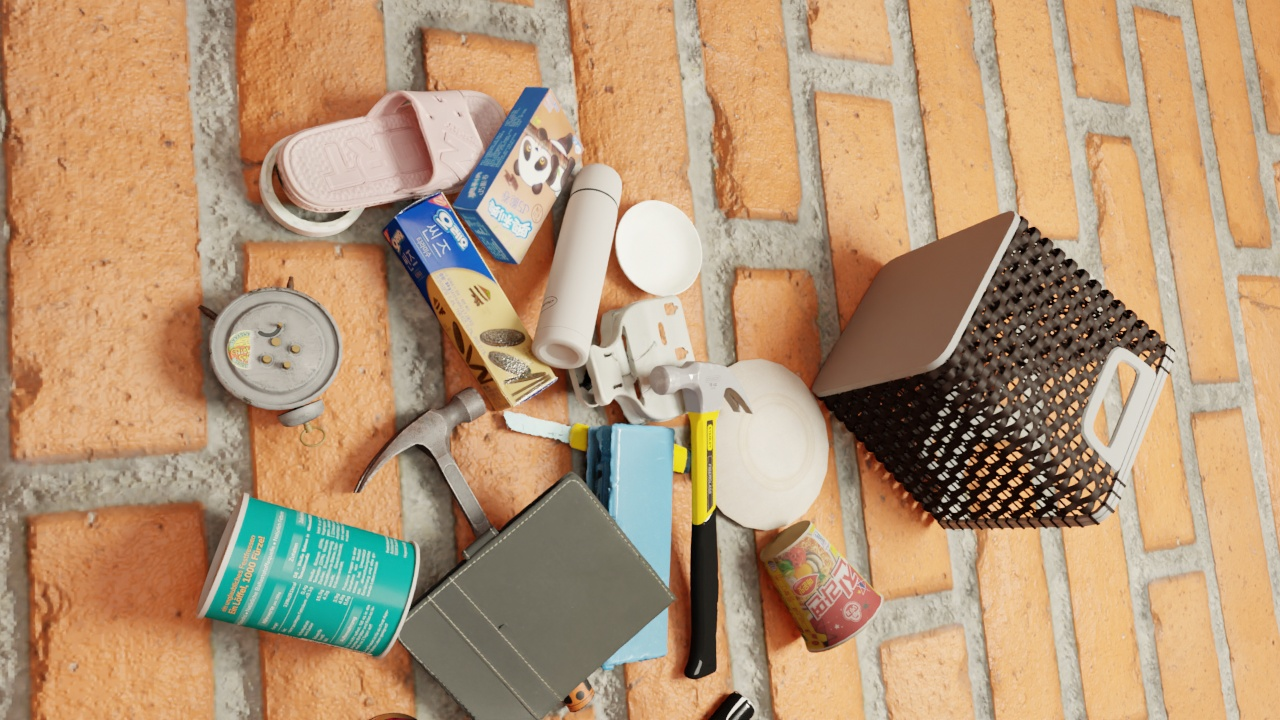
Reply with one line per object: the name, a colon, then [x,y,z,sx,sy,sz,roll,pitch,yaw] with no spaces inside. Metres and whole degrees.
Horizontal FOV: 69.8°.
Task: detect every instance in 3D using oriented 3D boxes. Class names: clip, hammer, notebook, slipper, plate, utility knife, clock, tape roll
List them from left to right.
clock: [-0.303,0.005,0.776,0.103,0.056,0.148,-24,92,-28]
tape roll: [-0.293,-0.159,0.828,0.093,0.018,0.093,4,81,-27]
slipper: [-0.209,-0.196,0.838,0.238,0.065,0.094,-27,96,-37]
hammer: [-0.138,0.193,0.847,0.137,0.035,0.314,-32,98,-27]
notebook: [-0.094,0.223,0.824,0.208,0.029,0.169,-40,102,-13]
utility knife: [-0.038,0.081,0.926,0.217,0.019,0.030,17,68,-30]
clip: [-0.015,0.008,0.928,0.152,0.099,0.126,-15,89,-30]
plate: [0.015,-0.117,0.979,0.104,0.026,0.104,5,79,-27]
hammer: [0.064,0.161,0.925,0.126,0.029,0.323,-6,98,-43]
plate: [0.142,0.090,1.008,0.188,0.027,0.188,5,79,-30]

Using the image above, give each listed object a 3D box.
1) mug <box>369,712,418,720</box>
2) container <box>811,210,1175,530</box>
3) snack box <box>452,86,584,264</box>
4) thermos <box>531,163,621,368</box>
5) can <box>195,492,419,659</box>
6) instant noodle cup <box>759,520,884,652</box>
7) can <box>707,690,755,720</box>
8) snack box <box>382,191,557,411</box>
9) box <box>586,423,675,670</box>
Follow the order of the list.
mug: [-0.182,0.338,0.764,0.117,0.098,0.082,-17,90,-29]
container: [0.383,0.017,1.032,0.243,0.246,0.246,40,66,-13]
snack box: [-0.115,-0.180,0.891,0.151,0.034,0.087,-64,148,-20]
thermos: [-0.058,-0.099,0.894,0.052,0.052,0.223,25,55,-23]
can: [-0.267,0.176,0.743,0.144,0.099,0.099,22,72,-23]
instant noodle cup: [0.186,0.236,0.981,0.100,0.101,0.112,-37,92,-27]
can: [0.081,0.377,0.934,0.080,0.032,0.031,-40,101,-27]
snack box: [-0.161,-0.052,0.859,0.057,0.056,0.207,-36,99,-27]
box: [-0.014,0.179,0.908,0.093,0.054,0.231,6,84,-45]
